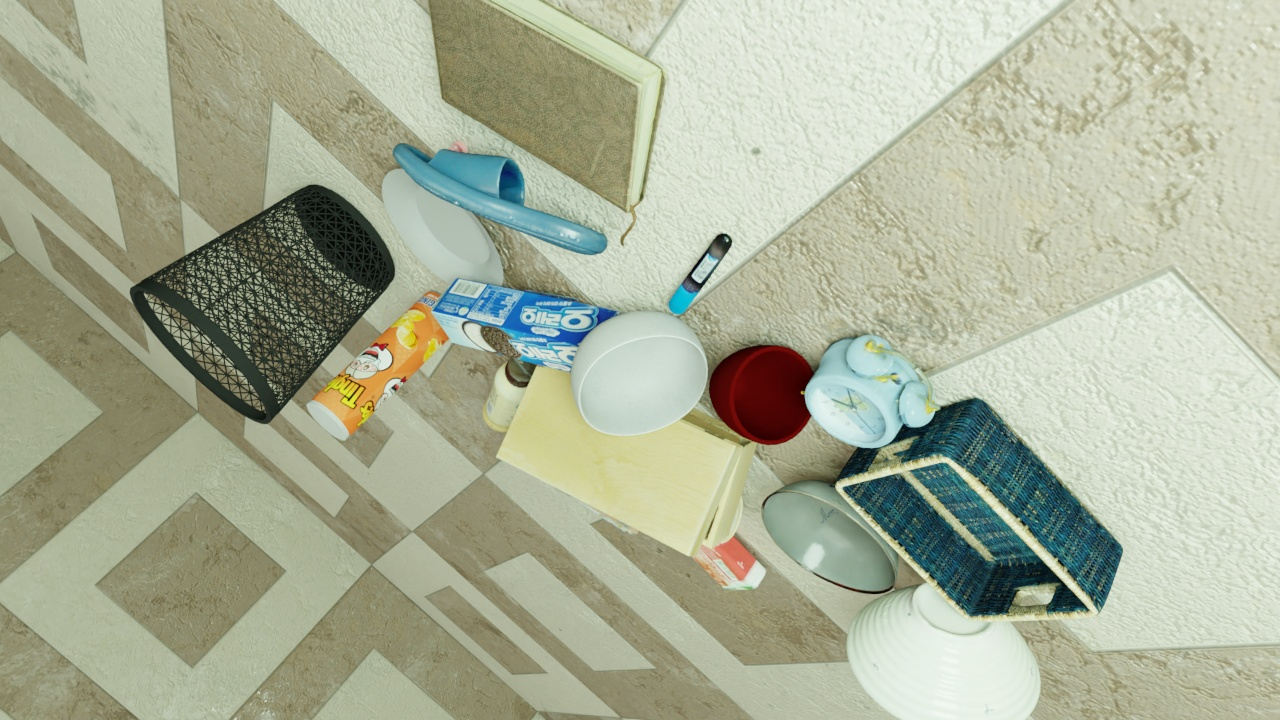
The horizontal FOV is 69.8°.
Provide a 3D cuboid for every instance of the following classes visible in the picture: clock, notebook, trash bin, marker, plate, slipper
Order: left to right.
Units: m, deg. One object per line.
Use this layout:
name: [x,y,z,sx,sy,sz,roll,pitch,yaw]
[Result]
trash bin: [-0.452,-0.083,1.146,0.217,0.242,0.217,29,149,19]
plate: [-0.214,-0.144,1.019,0.173,0.019,0.173,29,149,19]
slipper: [-0.125,-0.155,0.852,0.214,0.059,0.103,24,-176,2]
notebook: [-0.081,-0.210,0.762,0.215,0.034,0.190,33,150,14]
marker: [0.053,-0.076,0.812,0.018,0.015,0.123,36,148,0]
clock: [0.189,0.024,0.752,0.089,0.051,0.125,44,149,-5]

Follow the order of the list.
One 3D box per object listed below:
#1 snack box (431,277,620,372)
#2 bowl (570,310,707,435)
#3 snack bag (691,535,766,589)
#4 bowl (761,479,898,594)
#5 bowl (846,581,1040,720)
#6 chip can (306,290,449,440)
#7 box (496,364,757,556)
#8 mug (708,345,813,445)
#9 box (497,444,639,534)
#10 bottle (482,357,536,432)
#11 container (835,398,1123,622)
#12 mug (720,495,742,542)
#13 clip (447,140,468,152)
snack box: [-0.120,-0.036,0.993,0.227,0.059,0.059,12,147,29]
bowl: [-0.005,0.005,0.892,0.132,0.132,0.064,75,175,-45]
snack bag: [0.097,0.242,1.165,0.116,0.036,0.077,46,151,-11]
bowl: [0.200,0.166,0.924,0.151,0.056,0.151,29,148,20]
bowl: [0.286,0.255,0.855,0.177,0.176,0.071,20,126,31]
chip can: [-0.312,0.003,1.135,0.062,0.209,0.062,29,149,20]
box: [-0.018,0.095,0.979,0.249,0.122,0.141,24,115,24]
mug: [0.111,0.031,0.839,0.114,0.087,0.088,17,178,-22]
box: [-0.094,0.174,1.253,0.216,0.058,0.154,30,170,3]
bottle: [-0.162,0.039,1.169,0.056,0.056,0.162,39,150,2]
container: [0.280,0.130,0.768,0.187,0.071,0.146,45,150,-8]
mug: [0.066,0.171,1.074,0.104,0.085,0.111,12,169,30]
clip: [-0.186,-0.189,0.910,0.022,0.038,0.059,35,146,17]
